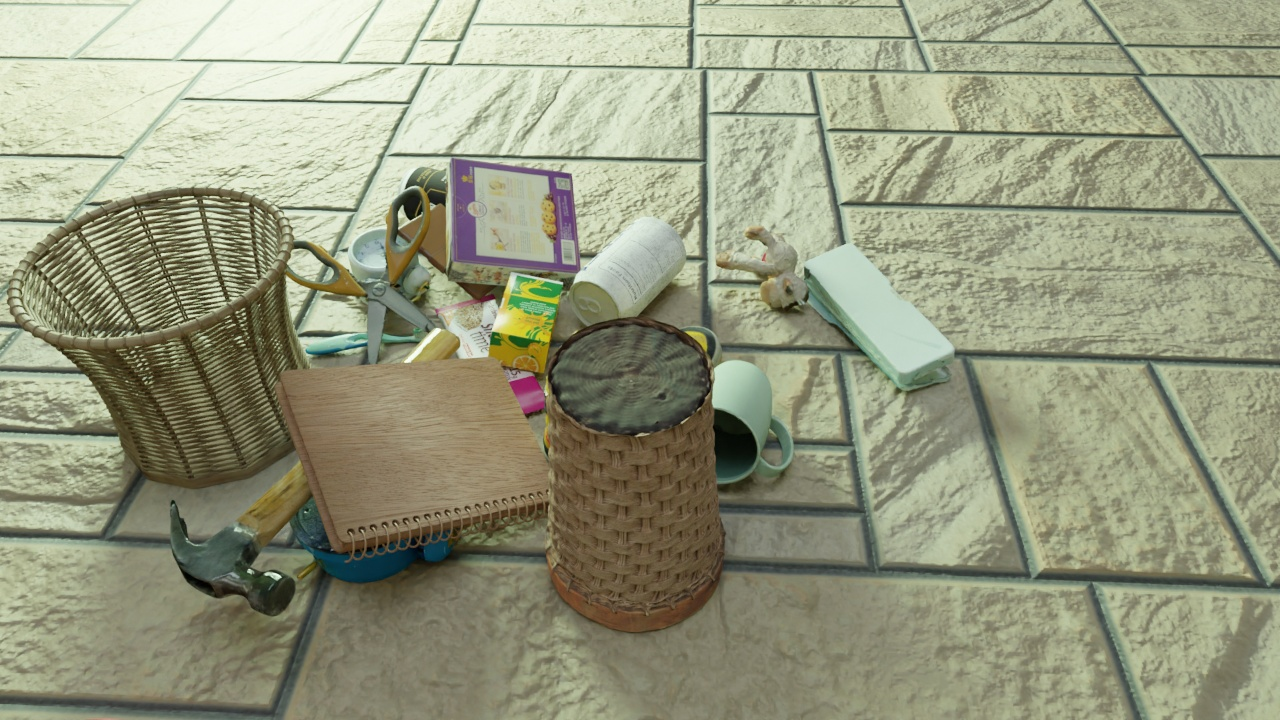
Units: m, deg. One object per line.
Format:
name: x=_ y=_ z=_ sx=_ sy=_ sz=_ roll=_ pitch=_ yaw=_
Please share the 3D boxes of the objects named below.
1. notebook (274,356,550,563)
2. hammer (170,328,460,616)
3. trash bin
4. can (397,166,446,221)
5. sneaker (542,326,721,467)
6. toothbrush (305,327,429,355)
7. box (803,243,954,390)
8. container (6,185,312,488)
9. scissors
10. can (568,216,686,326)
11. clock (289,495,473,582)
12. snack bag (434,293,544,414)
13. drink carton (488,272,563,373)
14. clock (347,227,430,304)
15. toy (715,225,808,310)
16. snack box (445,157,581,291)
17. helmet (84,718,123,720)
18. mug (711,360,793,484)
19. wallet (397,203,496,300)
notebook: x=-0.181 y=0.075 z=0.778 sx=0.210 sy=0.022 sz=0.169 roll=-5 pitch=56 yaw=-44
hammer: x=-0.258 y=0.070 z=0.787 sx=0.132 sy=0.033 sz=0.329 roll=13 pitch=40 yaw=20
trash bin: x=-0.004 y=0.091 z=0.713 sx=0.151 sy=0.210 sz=0.151 roll=-1 pitch=43 yaw=0
can: x=-0.227 y=-0.193 z=1.127 sx=0.129 sy=0.072 sz=0.071 roll=16 pitch=45 yaw=17
sneaker: x=-0.005 y=0.005 z=0.871 sx=0.086 sy=0.122 sz=0.237 roll=28 pitch=51 yaw=26
toothbrush: x=-0.290 y=-0.022 z=0.982 sx=0.135 sy=0.017 sz=0.022 roll=-7 pitch=46 yaw=-7
box: x=0.248 y=-0.048 z=0.978 sx=0.085 sy=0.071 sz=0.199 roll=-2 pitch=40 yaw=-31
container: x=-0.413 y=-0.017 z=0.845 sx=0.227 sy=0.196 sz=0.226 roll=0 pitch=43 yaw=0
scissors: x=-0.282 y=-0.098 z=0.991 sx=0.225 sy=0.016 sz=0.225 roll=31 pitch=75 yaw=12
can: x=-0.013 y=-0.095 z=1.013 sx=0.078 sy=0.078 sz=0.135 roll=23 pitch=47 yaw=23
clock: x=-0.217 y=0.129 z=0.787 sx=0.161 sy=0.060 sz=0.116 roll=-9 pitch=42 yaw=-11
snack bag: x=-0.158 y=-0.007 z=0.965 sx=0.070 sy=0.016 sz=0.196 roll=-16 pitch=45 yaw=-18
drink carton: x=-0.120 y=-0.040 z=0.964 sx=0.058 sy=0.041 sz=0.122 roll=11 pitch=36 yaw=-4
clock: x=-0.284 y=-0.098 z=1.038 sx=0.083 sy=0.057 sz=0.117 roll=-20 pitch=53 yaw=-20
toy: x=0.150 y=-0.097 z=1.033 sx=0.106 sy=0.074 sz=0.085 roll=52 pitch=18 yaw=20
snack box: x=-0.146 y=-0.155 z=1.044 sx=0.148 sy=0.041 sz=0.143 roll=4 pitch=62 yaw=-19
helmet: x=-0.302 y=0.314 z=0.487 sx=0.271 sy=0.198 sz=0.224 roll=16 pitch=45 yaw=5
mug: x=0.093 y=0.060 z=0.850 sx=0.111 sy=0.084 sz=0.103 roll=36 pitch=35 yaw=-1
wallet: x=-0.209 y=-0.125 z=1.052 sx=0.121 sy=0.013 sz=0.087 roll=40 pitch=40 yaw=1
